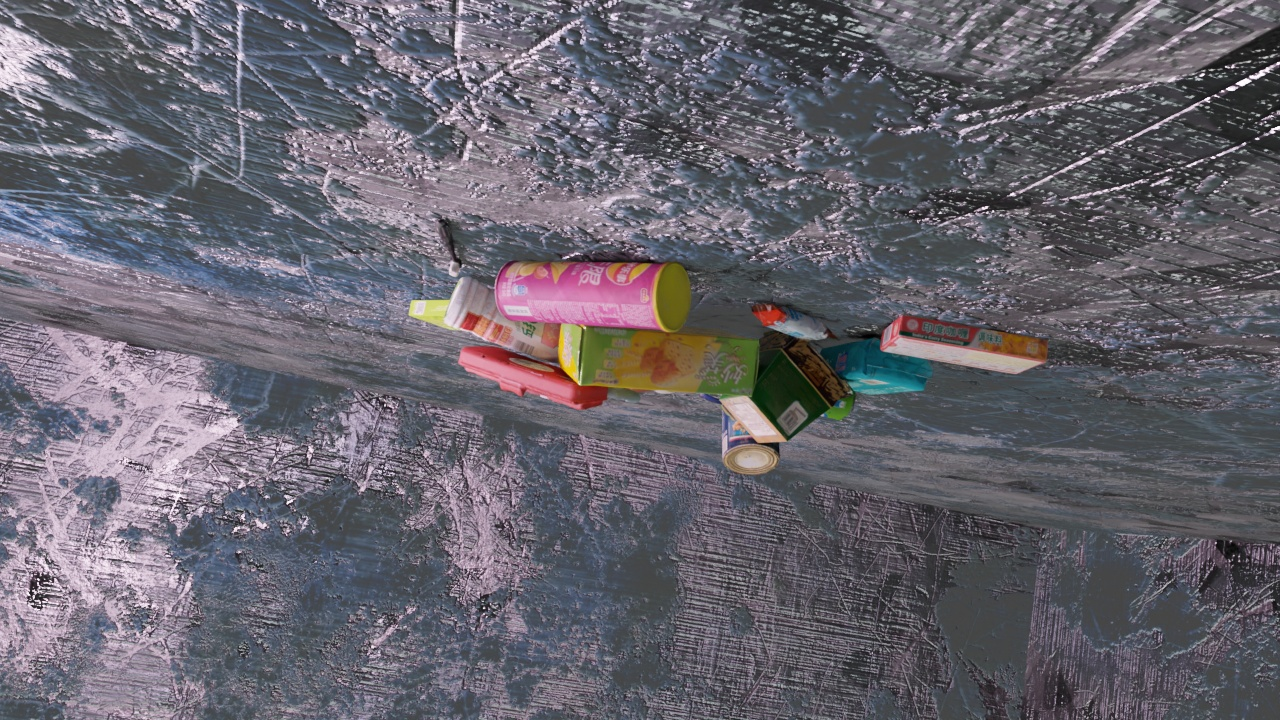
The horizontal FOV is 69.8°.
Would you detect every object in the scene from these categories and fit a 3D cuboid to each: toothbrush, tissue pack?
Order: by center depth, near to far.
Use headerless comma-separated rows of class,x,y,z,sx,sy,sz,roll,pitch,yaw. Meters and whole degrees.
toothbrush,-0.212,-0.123,1.014,0.015,0.018,0.181,14,168,-4
tissue pack,0.283,0.009,1.132,0.093,0.050,0.134,13,170,-20

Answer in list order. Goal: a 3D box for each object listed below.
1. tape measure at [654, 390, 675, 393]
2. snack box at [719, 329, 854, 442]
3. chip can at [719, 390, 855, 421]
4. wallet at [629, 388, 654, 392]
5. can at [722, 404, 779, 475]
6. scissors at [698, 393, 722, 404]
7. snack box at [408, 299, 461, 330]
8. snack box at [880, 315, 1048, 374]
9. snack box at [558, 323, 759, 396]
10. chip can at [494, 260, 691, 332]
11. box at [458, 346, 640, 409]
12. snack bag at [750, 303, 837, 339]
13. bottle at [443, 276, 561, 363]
tape measure,0.041,0.017,1.385,0.065,0.066,0.034,15,168,-22
snack box,0.170,0.039,1.127,0.118,0.105,0.118,47,161,-9
chip can,0.183,0.029,1.291,0.236,0.072,0.072,12,170,-10
wallet,-0.008,0.008,1.311,0.101,0.032,0.124,-12,141,43
can,0.146,0.088,1.218,0.075,0.111,0.075,3,142,2
scissors,0.151,0.047,1.341,0.162,0.012,0.174,-3,-141,-39
snack box,-0.257,-0.066,1.349,0.157,0.026,0.085,3,168,36
snack box,0.347,-0.016,0.993,0.156,0.027,0.077,10,170,2
snack box,0.016,-0.007,1.095,0.210,0.070,0.158,5,-174,-14
chip can,-0.054,-0.072,0.979,0.211,0.071,0.071,5,169,32
box,-0.116,0.021,1.184,0.201,0.039,0.157,16,-169,30
snack bag,0.173,-0.042,1.031,0.104,0.026,0.048,16,175,-31
bottle,-0.149,-0.042,1.178,0.197,0.068,0.068,23,167,-17
